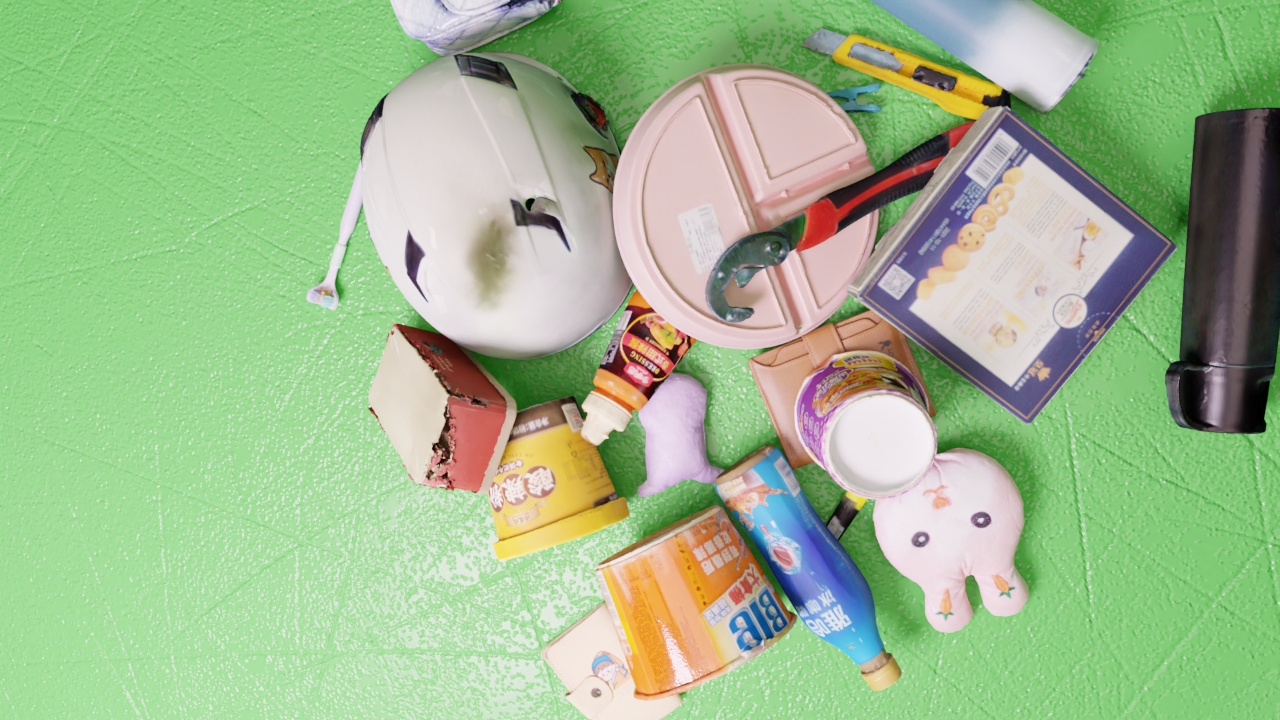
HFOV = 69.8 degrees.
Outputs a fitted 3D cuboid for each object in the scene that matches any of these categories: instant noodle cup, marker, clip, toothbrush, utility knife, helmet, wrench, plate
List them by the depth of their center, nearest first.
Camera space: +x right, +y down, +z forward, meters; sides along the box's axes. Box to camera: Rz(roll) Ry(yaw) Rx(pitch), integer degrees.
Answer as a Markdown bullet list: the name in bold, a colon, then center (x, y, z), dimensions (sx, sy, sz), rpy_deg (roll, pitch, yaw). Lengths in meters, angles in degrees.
- **instant noodle cup**: center (0.179, 0.055, 0.720), dimensions (0.111, 0.099, 0.111), rpy_deg (1, 101, 6)
- **wrench**: center (0.165, -0.117, 0.730), dimensions (0.273, 0.016, 0.056), rpy_deg (-33, 106, -9)
- **plate**: center (0.092, -0.122, 0.735), dimensions (0.229, 0.028, 0.229), rpy_deg (-2, 97, -14)
- **helmet**: center (-0.127, -0.130, 0.744), dimensions (0.230, 0.156, 0.274), rpy_deg (-23, 92, 9)
- **utility knife**: center (0.219, -0.235, 0.752), dimensions (0.181, 0.015, 0.033), rpy_deg (22, 96, 6)
- **clip**: center (0.172, -0.216, 0.763), dimensions (0.057, 0.014, 0.047), rpy_deg (-5, 97, 7)
- **instant noodle cup**: center (0.038, 0.196, 0.764), dimensions (0.151, 0.151, 0.111), rpy_deg (-28, 83, 10)
- **instant noodle cup**: center (-0.082, 0.098, 0.786), dimensions (0.118, 0.118, 0.114), rpy_deg (-19, 85, 10)
- **marker**: center (0.176, 0.136, 0.799), dimensions (0.018, 0.015, 0.124), rpy_deg (31, 102, 8)
- **toothbrush**: center (-0.261, -0.138, 0.831), dimensions (0.029, 0.021, 0.189), rpy_deg (19, 96, -8)

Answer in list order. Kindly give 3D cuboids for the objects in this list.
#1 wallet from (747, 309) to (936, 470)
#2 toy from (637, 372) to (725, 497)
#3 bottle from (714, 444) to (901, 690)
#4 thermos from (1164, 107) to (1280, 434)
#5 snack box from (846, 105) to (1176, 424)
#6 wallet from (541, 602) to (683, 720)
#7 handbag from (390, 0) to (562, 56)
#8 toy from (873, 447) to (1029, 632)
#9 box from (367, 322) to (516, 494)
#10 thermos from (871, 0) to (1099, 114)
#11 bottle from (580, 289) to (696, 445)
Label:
- **wallet**: center (0.170, 0.022, 0.781), dimensions (0.132, 0.031, 0.108), rpy_deg (-22, 94, 9)
- **toy**: center (0.033, 0.061, 0.800), dimensions (0.084, 0.039, 0.108), rpy_deg (-7, 93, -9)
- **bottle**: center (0.146, 0.176, 0.771), dimensions (0.065, 0.065, 0.218), rpy_deg (-34, 87, 10)
- **thermos**: center (0.449, -0.066, 0.703), dimensions (0.089, 0.068, 0.242), rpy_deg (-2, 96, -26)
- **snack box**: center (0.291, -0.073, 0.727), dimensions (0.182, 0.045, 0.178), rpy_deg (36, 98, -8)
- **wallet**: center (-0.030, 0.291, 0.841), dimensions (0.087, 0.024, 0.115), rpy_deg (-39, 90, 11)
- **handbag**: center (-0.160, -0.365, 0.765), dimensions (0.134, 0.075, 0.194), rpy_deg (-21, 93, 10)
- **toy**: center (0.267, 0.153, 0.770), dimensions (0.121, 0.054, 0.159), rpy_deg (-23, 100, 10)
- **box**: center (-0.176, 0.037, 0.758), dimensions (0.075, 0.168, 0.091), rpy_deg (13, 105, -35)
- **thermos**: center (0.247, -0.281, 0.719), dimensions (0.220, 0.070, 0.070), rpy_deg (36, 99, 3)
- **bottle**: center (-0.005, 0.004, 0.767), dimensions (0.067, 0.067, 0.149), rpy_deg (31, 79, 4)
